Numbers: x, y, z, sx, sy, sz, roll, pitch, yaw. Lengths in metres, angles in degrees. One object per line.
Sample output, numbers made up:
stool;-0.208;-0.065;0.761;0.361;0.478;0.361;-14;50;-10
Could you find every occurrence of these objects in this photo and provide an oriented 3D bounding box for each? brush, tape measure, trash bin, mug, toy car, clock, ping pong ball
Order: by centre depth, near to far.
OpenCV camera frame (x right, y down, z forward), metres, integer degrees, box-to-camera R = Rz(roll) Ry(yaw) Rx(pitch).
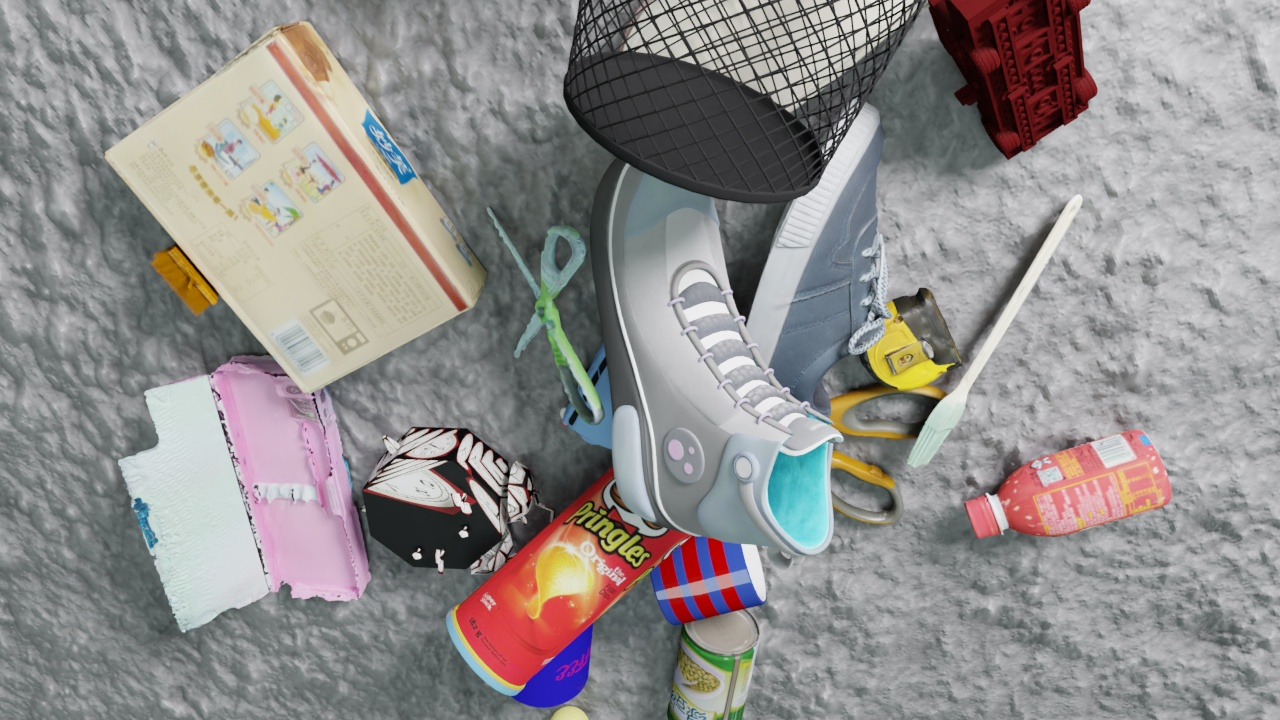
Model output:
trash bin;0.060;-0.199;0.421;0.184;0.183;0.211;18;128;-6
toy car;0.207;-0.179;0.514;0.070;0.061;0.169;-33;155;17
brush;-0.306;-0.054;0.618;0.017;0.126;0.048;-38;114;-12
brush;0.247;-0.016;0.641;0.012;0.033;0.218;38;114;31
tape measure;0.188;-0.010;0.652;0.064;0.037;0.065;-25;114;16
toy car;-0.004;0.004;0.664;0.056;0.054;0.154;27;117;-11
clock;-0.144;0.122;0.733;0.154;0.065;0.115;21;118;-7
mug;0.048;0.150;0.739;0.076;0.075;0.112;-17;90;13
mug;-0.095;0.231;0.790;0.111;0.079;0.084;21;122;25
ping pong ball;-0.068;0.348;0.867;0.040;0.040;0.040;2;119;3

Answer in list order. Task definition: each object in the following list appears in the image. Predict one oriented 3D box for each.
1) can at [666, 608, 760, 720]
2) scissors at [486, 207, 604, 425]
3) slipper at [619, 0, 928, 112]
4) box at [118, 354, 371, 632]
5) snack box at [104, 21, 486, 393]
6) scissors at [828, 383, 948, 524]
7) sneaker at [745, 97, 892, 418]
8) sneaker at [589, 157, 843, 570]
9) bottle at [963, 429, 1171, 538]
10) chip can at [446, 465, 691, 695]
can;0.063;0.275;0.802;0.067;0.067;0.121;6;119;0
scissors;-0.063;-0.035;0.620;0.171;0.021;0.173;59;155;10
slipper;0.107;-0.226;0.529;0.275;0.054;0.114;-28;113;21
box;-0.315;0.107;0.741;0.160;0.061;0.231;-9;120;-14
snack box;-0.227;-0.097;0.624;0.153;0.055;0.207;-26;114;17
scissors;0.131;0.046;0.700;0.225;0.016;0.176;29;117;-12
sneaker;0.125;-0.050;0.603;0.087;0.089;0.236;20;125;8
sneaker;0.052;-0.009;0.550;0.092;0.161;0.257;-12;103;-34
bottle;0.317;0.100;0.692;0.138;0.061;0.062;-20;116;15
chip can;-0.039;0.148;0.689;0.213;0.087;0.087;-42;110;1
